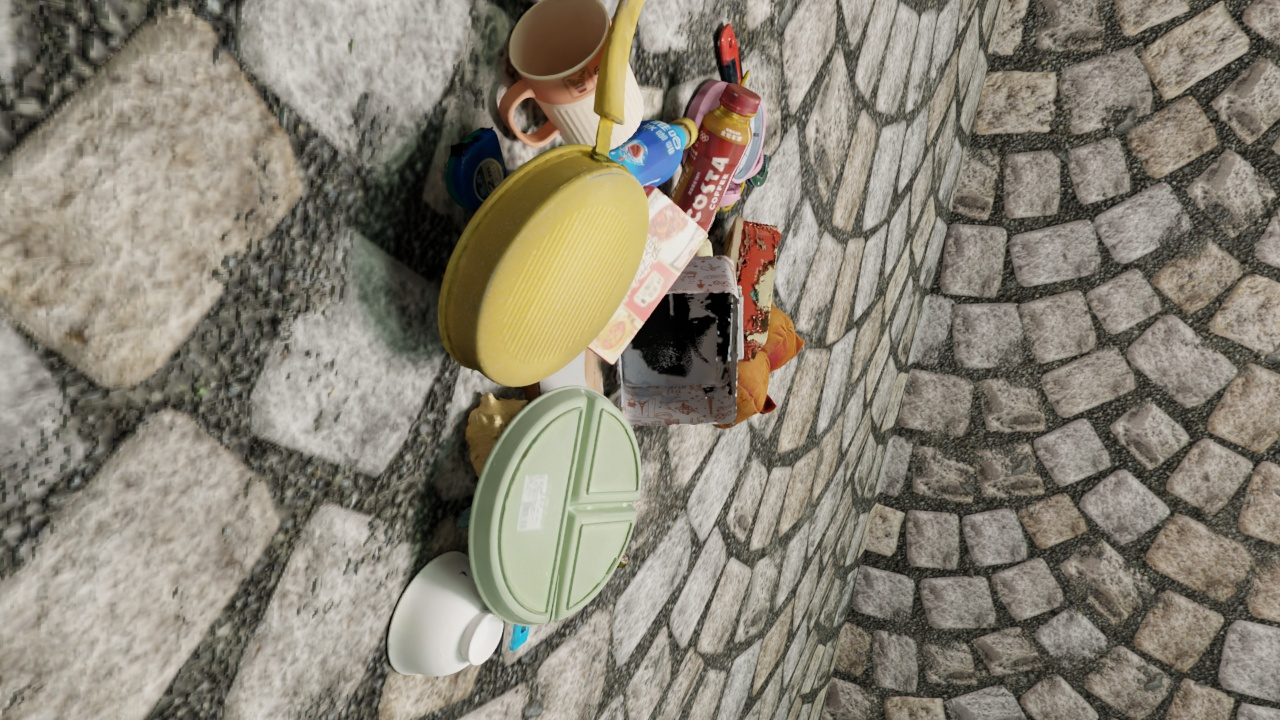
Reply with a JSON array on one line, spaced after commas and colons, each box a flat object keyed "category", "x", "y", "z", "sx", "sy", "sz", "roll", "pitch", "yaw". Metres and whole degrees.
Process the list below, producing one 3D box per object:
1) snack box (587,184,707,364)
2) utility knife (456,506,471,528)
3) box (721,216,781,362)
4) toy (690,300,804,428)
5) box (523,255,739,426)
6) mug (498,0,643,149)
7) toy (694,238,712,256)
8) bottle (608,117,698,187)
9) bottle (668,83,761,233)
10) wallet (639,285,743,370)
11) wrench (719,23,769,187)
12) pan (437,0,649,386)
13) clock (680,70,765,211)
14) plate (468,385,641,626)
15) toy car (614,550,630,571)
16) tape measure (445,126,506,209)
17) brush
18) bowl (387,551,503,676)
[{"category": "snack box", "x": -0.011, "y": -0.078, "z": 0.841, "sx": 0.075, "sy": 0.025, "sz": 0.153, "roll": 37, "pitch": 89, "yaw": -30}, {"category": "utility knife", "x": -0.103, "y": 0.139, "z": 0.920, "sx": 0.204, "sy": 0.021, "sz": 0.031, "roll": -5, "pitch": 99, "yaw": -43}, {"category": "box", "x": 0.138, "y": -0.088, "z": 1.158, "sx": 0.091, "sy": 0.076, "sz": 0.168, "roll": 111, "pitch": -11, "yaw": -70}, {"category": "toy", "x": 0.144, "y": -0.002, "z": 1.251, "sx": 0.140, "sy": 0.131, "sz": 0.199, "roll": 51, "pitch": 60, "yaw": -27}, {"category": "box", "x": -0.011, "y": -0.001, "z": 0.964, "sx": 0.270, "sy": 0.134, "sz": 0.180, "roll": -19, "pitch": 128, "yaw": -23}, {"category": "mug", "x": -0.060, "y": -0.221, "z": 0.749, "sx": 0.114, "sy": 0.081, "sz": 0.106, "roll": -42, "pitch": 152, "yaw": -2}, {"category": "toy", "x": 0.064, "y": -0.076, "z": 1.117, "sx": 0.105, "sy": 0.066, "sz": 0.157, "roll": -126, "pitch": -142, "yaw": -67}, {"category": "bottle", "x": -0.006, "y": -0.190, "z": 0.883, "sx": 0.218, "sy": 0.065, "sz": 0.065, "roll": -42, "pitch": 141, "yaw": -48}, {"category": "bottle", "x": 0.075, "y": -0.209, "z": 0.988, "sx": 0.057, "sy": 0.057, "sz": 0.175, "roll": -29, "pitch": 149, "yaw": -56}, {"category": "wallet", "x": 0.053, "y": -0.037, "z": 1.056, "sx": 0.037, "sy": 0.129, "sz": 0.107, "roll": -108, "pitch": -169, "yaw": -53}, {"category": "wrench", "x": 0.128, "y": -0.305, "z": 1.142, "sx": 0.056, "sy": 0.016, "sz": 0.273, "roll": -66, "pitch": 154, "yaw": -19}, {"category": "pan", "x": -0.044, "y": -0.145, "z": 0.697, "sx": 0.358, "sy": 0.078, "sz": 0.197, "roll": -60, "pitch": 157, "yaw": 13}, {"category": "clock", "x": 0.101, "y": -0.246, "z": 1.071, "sx": 0.117, "sy": 0.060, "sz": 0.159, "roll": -54, "pitch": 151, "yaw": -33}, {"category": "plate", "x": -0.069, "y": 0.138, "z": 0.859, "sx": 0.229, "sy": 0.027, "sz": 0.230, "roll": -17, "pitch": 111, "yaw": -52}, {"category": "toy car", "x": -0.067, "y": 0.248, "z": 1.051, "sx": 0.070, "sy": 0.042, "sz": 0.158, "roll": -48, "pitch": 164, "yaw": 20}, {"category": "tape measure", "x": -0.128, "y": -0.145, "z": 0.709, "sx": 0.054, "sy": 0.025, "sz": 0.058, "roll": -48, "pitch": 142, "yaw": -38}, {"category": "brush", "x": -0.119, "y": 0.149, "z": 0.848, "sx": 0.083, "sy": 0.046, "sz": 0.255, "roll": -26, "pitch": 116, "yaw": -61}, {"category": "bowl", "x": -0.165, "y": 0.240, "z": 0.834, "sx": 0.118, "sy": 0.065, "sz": 0.118, "roll": -41, "pitch": 140, "yaw": -48}]
